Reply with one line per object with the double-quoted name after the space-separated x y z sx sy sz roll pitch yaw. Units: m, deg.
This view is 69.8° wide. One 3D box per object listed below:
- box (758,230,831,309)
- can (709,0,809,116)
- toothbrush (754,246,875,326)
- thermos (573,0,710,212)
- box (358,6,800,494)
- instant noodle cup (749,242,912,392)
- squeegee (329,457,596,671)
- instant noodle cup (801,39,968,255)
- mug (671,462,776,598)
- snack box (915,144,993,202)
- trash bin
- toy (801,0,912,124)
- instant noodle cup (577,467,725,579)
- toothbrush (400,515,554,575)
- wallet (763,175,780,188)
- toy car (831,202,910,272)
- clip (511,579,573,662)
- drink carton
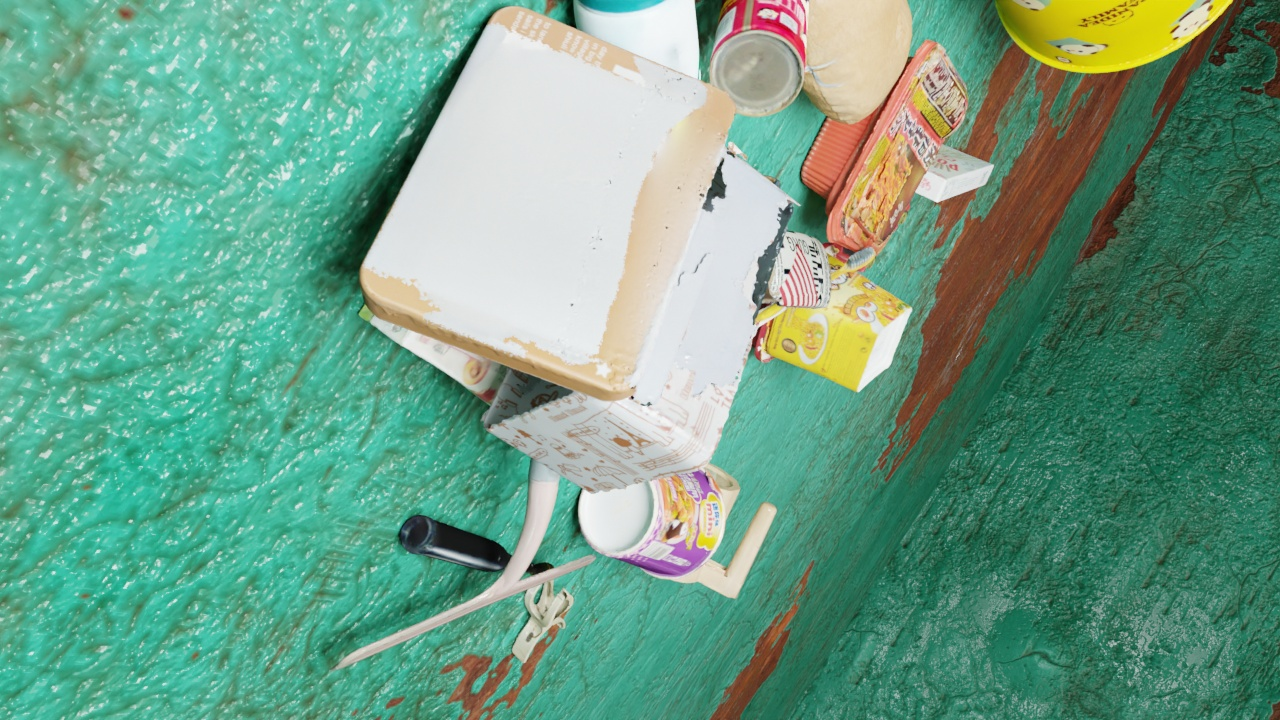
0.110 -0.078 0.770 0.163 0.081 0.075 -9 97 -62 "box"
0.074 -0.205 0.552 0.053 0.053 0.132 89 9 -47 "can"
0.136 -0.056 0.849 0.191 0.016 0.018 -29 158 -4 "toothbrush"
0.006 -0.159 0.533 0.073 0.073 0.224 -47 151 -21 "thermos"
-0.040 -0.054 0.473 0.157 0.192 0.182 -27 -144 56 "box"
0.190 -0.039 0.913 0.115 0.124 0.116 -31 143 -42 "instant noodle cup"
-0.073 0.085 0.626 0.247 0.040 0.250 -10 125 -51 "squeegee"
0.219 -0.194 0.849 0.164 0.079 0.189 6 113 -61 "instant noodle cup"
0.061 0.164 0.915 0.103 0.125 0.084 -66 171 11 "mug"
0.314 -0.208 0.989 0.156 0.085 0.027 -23 138 -50 "snack box"
0.379 -0.390 0.772 0.254 0.230 0.230 1 118 -53 "trash bin"
0.143 -0.263 0.653 0.226 0.083 0.143 42 61 -61 "toy"
0.004 0.135 0.814 0.099 0.111 0.111 25 96 -54 "instant noodle cup"
-0.115 0.149 0.703 0.027 0.026 0.212 -22 155 11 "toothbrush"
0.077 -0.091 0.772 0.090 0.033 0.115 -37 150 -38 "wallet"
0.246 -0.144 0.980 0.106 0.049 0.031 -52 154 -10 "toy car"
-0.084 0.229 0.836 0.061 0.034 0.097 -35 150 -40 "clip"
-0.101 -0.015 0.530 0.053 0.045 0.122 -55 153 -6 "drink carton"
